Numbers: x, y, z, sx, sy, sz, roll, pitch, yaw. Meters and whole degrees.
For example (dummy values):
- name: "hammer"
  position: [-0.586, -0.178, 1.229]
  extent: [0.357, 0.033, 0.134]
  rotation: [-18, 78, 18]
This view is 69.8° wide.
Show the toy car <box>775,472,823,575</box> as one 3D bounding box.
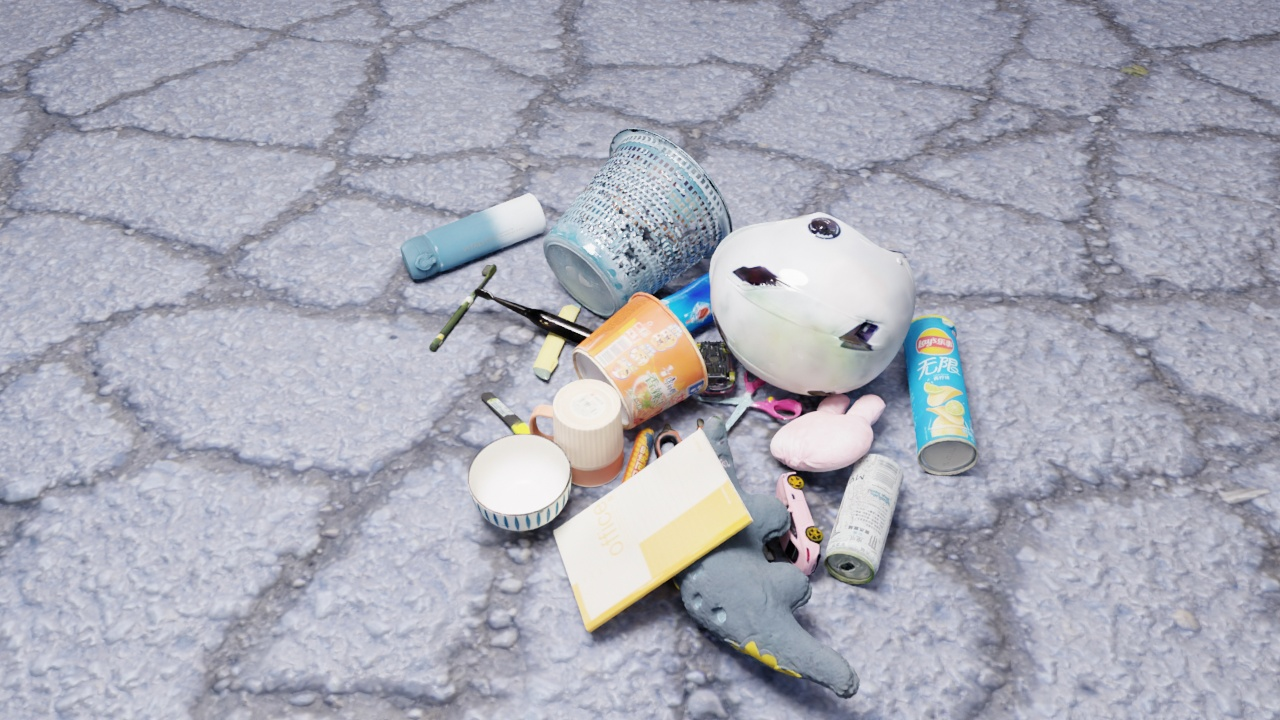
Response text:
- name: "toy car"
  position: [0.171, 0.181, 1.025]
  extent: [0.037, 0.056, 0.122]
  rotation: [-2, 46, -11]

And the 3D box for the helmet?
- name: "helmet"
  position: [0.199, -0.048, 1.124]
  extent: [0.258, 0.230, 0.145]
  rotation: [21, 45, -1]

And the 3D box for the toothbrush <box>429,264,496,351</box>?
- name: "toothbrush"
  position: [-0.252, -0.078, 1.302]
  extent: [0.017, 0.012, 0.185]
  rotation: [11, 47, 19]

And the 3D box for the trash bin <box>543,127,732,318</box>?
- name: "trash bin"
  position: [-0.020, -0.173, 1.273]
  extent: [0.226, 0.227, 0.194]
  rotation: [34, 68, 28]

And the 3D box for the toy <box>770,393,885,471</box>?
- name: "toy"
  position: [0.229, 0.085, 1.103]
  extent: [0.121, 0.054, 0.159]
  rotation: [3, 29, 43]

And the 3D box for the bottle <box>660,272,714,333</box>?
- name: "bottle"
  position: [0.089, -0.083, 1.270]
  extent: [0.218, 0.065, 0.065]
  rotation: [-29, 53, -26]

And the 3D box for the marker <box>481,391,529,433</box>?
- name: "marker"
  position: [-0.163, 0.076, 1.155]
  extent: [0.018, 0.015, 0.124]
  rotation: [-31, 51, -28]

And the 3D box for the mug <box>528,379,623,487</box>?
- name: "mug"
  position: [-0.076, 0.082, 1.084]
  extent: [0.114, 0.106, 0.081]
  rotation: [12, 47, 11]

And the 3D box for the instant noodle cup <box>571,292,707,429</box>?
- name: "instant noodle cup"
  position: [-0.007, 0.007, 1.136]
  extent: [0.111, 0.151, 0.151]
  rotation: [-35, 55, -19]

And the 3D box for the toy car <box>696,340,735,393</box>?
- name: "toy car"
  position: [0.097, 0.011, 1.200]
  extent: [0.049, 0.031, 0.106]
  rotation: [-2, 36, 2]

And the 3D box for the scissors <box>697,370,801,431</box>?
- name: "scissors"
  position: [0.140, 0.048, 1.176]
  extent: [0.133, 0.017, 0.135]
  rotation: [3, 42, 13]

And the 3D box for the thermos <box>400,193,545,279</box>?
- name: "thermos"
  position: [-0.249, -0.183, 1.365]
  extent: [0.220, 0.070, 0.070]
  rotation: [-26, 52, -23]

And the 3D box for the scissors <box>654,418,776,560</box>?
- name: "scissors"
  position: [0.100, 0.149, 1.082]
  extent: [0.207, 0.015, 0.193]
  rotation: [18, 48, 16]

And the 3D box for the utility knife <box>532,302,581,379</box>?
- name: "utility knife"
  position: [-0.112, -0.031, 1.254]
  extent: [0.031, 0.018, 0.162]
  rotation: [14, 50, 7]

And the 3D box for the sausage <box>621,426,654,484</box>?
- name: "sausage"
  position: [-0.010, 0.140, 1.087]
  extent: [0.021, 0.021, 0.164]
  rotation: [10, 47, 9]

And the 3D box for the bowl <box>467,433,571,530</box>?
- name: "bowl"
  position: [-0.135, 0.148, 1.049]
  extent: [0.116, 0.066, 0.116]
  rotation: [0, 45, 0]

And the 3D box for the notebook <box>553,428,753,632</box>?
- name: "notebook"
  position: [0.007, 0.177, 0.979]
  extent: [0.206, 0.010, 0.145]
  rotation: [-35, 40, 7]

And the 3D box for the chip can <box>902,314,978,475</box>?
- name: "chip can"
  position: [0.372, 0.039, 1.148]
  extent: [0.071, 0.071, 0.209]
  rotation: [4, 47, 4]

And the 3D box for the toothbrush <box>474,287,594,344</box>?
- name: "toothbrush"
  position: [-0.130, -0.055, 1.247]
  extent: [0.213, 0.026, 0.027]
  rotation: [23, 11, 9]

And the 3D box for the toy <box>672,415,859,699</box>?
- name: "toy"
  position: [0.101, 0.208, 0.962]
  extent: [0.138, 0.091, 0.355]
  rotation: [-29, 46, 8]

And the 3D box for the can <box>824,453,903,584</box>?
- name: "can"
  position: [0.251, 0.175, 1.028]
  extent: [0.058, 0.058, 0.146]
  rotation: [17, 49, 16]
